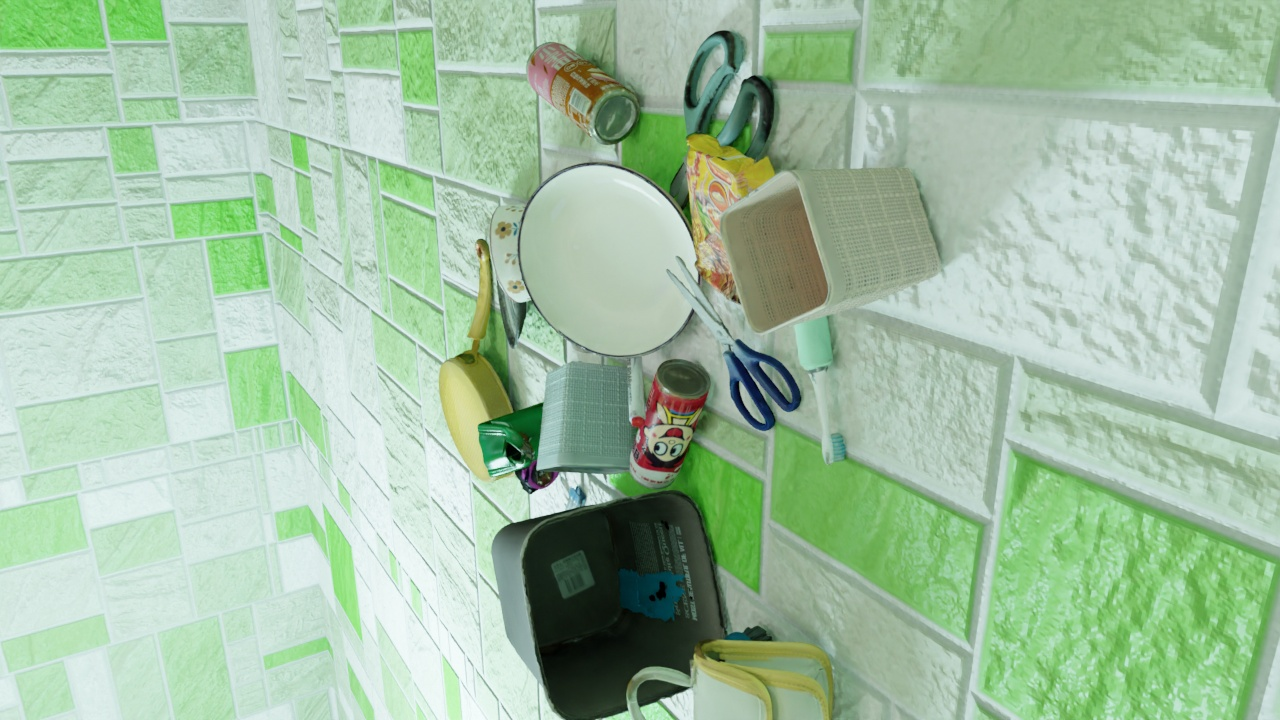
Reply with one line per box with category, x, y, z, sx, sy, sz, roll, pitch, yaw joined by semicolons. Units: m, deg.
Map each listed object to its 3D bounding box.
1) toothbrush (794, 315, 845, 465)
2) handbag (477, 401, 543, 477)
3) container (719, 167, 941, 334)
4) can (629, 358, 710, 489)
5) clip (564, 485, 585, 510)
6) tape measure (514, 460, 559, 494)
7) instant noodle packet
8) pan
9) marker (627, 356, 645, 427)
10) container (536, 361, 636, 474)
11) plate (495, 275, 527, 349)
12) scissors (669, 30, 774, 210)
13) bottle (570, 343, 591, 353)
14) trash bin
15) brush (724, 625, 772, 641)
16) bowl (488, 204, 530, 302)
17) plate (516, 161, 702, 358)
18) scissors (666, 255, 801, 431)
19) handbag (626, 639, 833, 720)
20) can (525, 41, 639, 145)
toothbrush;0.133;-0.028;0.713;0.026;0.027;0.224;-173;74;-73
handbag;-0.119;0.089;1.076;0.120;0.131;0.068;-9;97;57
container;0.130;-0.076;0.617;0.090;0.110;0.090;-27;77;59
can;0.026;0.065;0.899;0.053;0.053;0.133;53;141;36
clip;-0.083;0.187;1.164;0.025;0.032;0.057;44;128;41
tape measure;-0.133;0.139;1.189;0.039;0.057;0.058;27;138;47
instant noodle packet;0.073;-0.113;0.743;0.111;0.044;0.128;45;147;52
pan;-0.229;0.005;1.318;0.198;0.078;0.358;25;128;51
marker;-0.005;0.005;0.908;0.017;0.017;0.145;113;161;-45
container;-0.057;0.063;0.984;0.090;0.090;0.111;157;116;-64
plate;-0.162;-0.105;1.157;0.179;0.024;0.179;171;91;-75
scissors;0.064;-0.181;0.783;0.143;0.019;0.180;55;141;33
bottle;-0.050;-0.099;0.954;0.068;0.067;0.190;38;132;48
trash bin;-0.050;0.243;0.972;0.220;0.198;0.199;165;95;-67
brush;0.095;0.322;0.855;0.055;0.073;0.144;11;109;54
bowl;-0.122;-0.127;1.052;0.062;0.113;0.113;-9;93;17
plate;-0.027;-0.097;0.878;0.193;0.038;0.193;11;117;22
scissors;0.072;-0.011;0.801;0.172;0.012;0.133;37;138;33
handbag;0.075;0.325;0.795;0.063;0.179;0.163;-57;-33;-70
can;-0.060;-0.270;0.921;0.147;0.057;0.058;47;138;41
